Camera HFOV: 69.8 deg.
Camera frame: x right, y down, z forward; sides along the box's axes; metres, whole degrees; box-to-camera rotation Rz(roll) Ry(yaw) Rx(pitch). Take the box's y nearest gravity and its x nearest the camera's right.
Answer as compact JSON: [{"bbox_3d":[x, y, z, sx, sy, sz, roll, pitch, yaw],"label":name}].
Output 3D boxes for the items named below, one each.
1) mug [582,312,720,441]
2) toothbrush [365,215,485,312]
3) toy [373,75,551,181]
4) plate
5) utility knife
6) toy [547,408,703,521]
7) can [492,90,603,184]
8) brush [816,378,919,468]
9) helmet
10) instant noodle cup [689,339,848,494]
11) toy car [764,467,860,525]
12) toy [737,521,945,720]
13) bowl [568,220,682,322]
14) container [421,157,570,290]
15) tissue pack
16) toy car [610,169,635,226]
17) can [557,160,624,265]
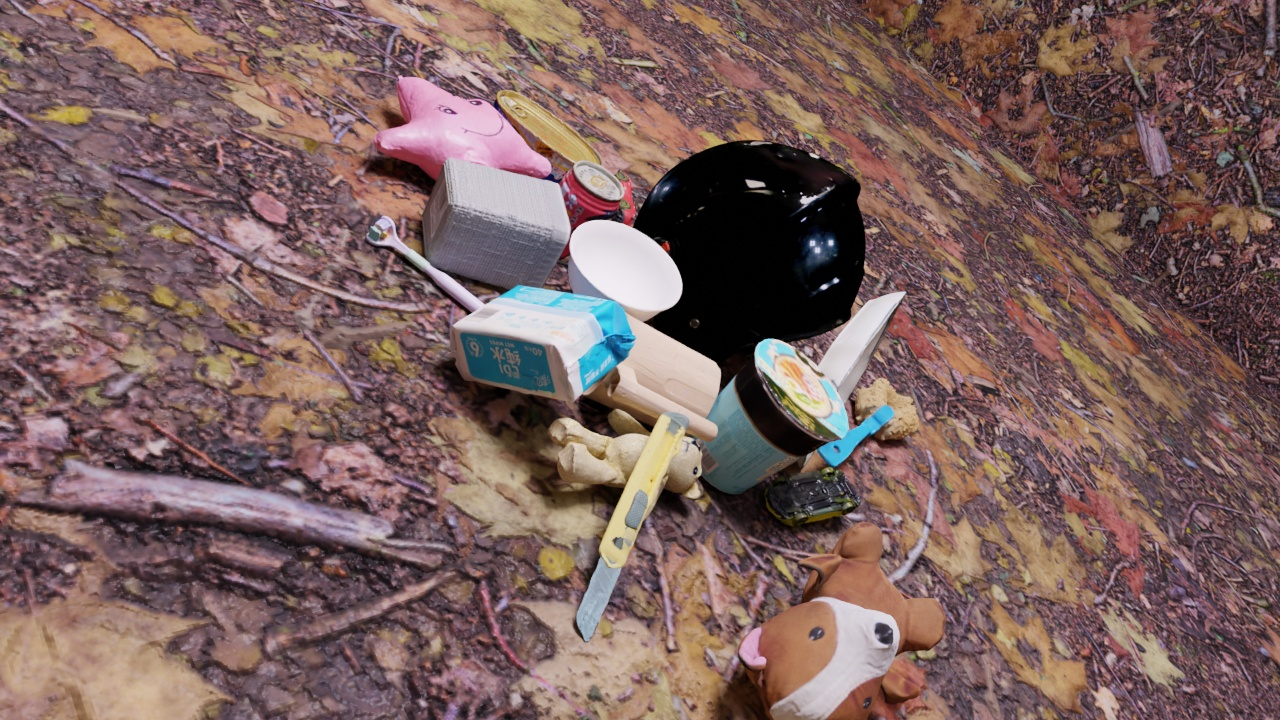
[{"bbox_3d":[0.013,0.022,0.821,0.103,0.084,0.124,26,15,-19],"label":"mug"},{"bbox_3d":[-0.166,-0.063,0.829,0.189,0.029,0.021,38,-4,-1],"label":"toothbrush"},{"bbox_3d":[-0.199,-0.235,0.955,0.178,0.075,0.194,42,35,7],"label":"toy"},{"bbox_3d":[0.215,0.010,0.975,0.034,0.162,0.264,30,32,15],"label":"plate"},{"bbox_3d":[-0.007,0.118,0.705,0.031,0.021,0.206,37,59,-16],"label":"utility knife"},{"bbox_3d":[-0.010,0.079,0.758,0.157,0.066,0.105,14,45,-42],"label":"toy"},{"bbox_3d":[-0.116,-0.253,1.078,0.148,0.049,0.074,37,33,0],"label":"can"},{"bbox_3d":[0.250,0.073,1.017,0.083,0.046,0.254,50,29,13],"label":"brush"},{"bbox_3d":[0.111,-0.125,0.992,0.275,0.231,0.232,29,27,25],"label":"helmet"},{"bbox_3d":[0.108,0.059,0.837,0.111,0.121,0.111,29,36,-24],"label":"instant noodle cup"},{"bbox_3d":[0.163,0.134,0.885,0.105,0.032,0.048,-5,51,-31],"label":"toy car"},{"bbox_3d":[0.157,0.219,0.706,0.199,0.131,0.140,-28,75,-44],"label":"toy"},{"bbox_3d":[-0.026,-0.072,0.888,0.118,0.065,0.118,19,42,-18],"label":"bowl"},{"bbox_3d":[-0.141,-0.128,0.871,0.114,0.090,0.090,12,40,-28],"label":"container"},{"bbox_3d":[-0.082,-0.014,0.756,0.140,0.063,0.089,10,32,33],"label":"tissue pack"},{"bbox_3d":[-0.026,-0.182,1.075,0.031,0.049,0.106,22,36,-24],"label":"toy car"},{"bbox_3d":[-0.065,-0.155,0.965,0.066,0.094,0.066,24,36,-19],"label":"can"}]
